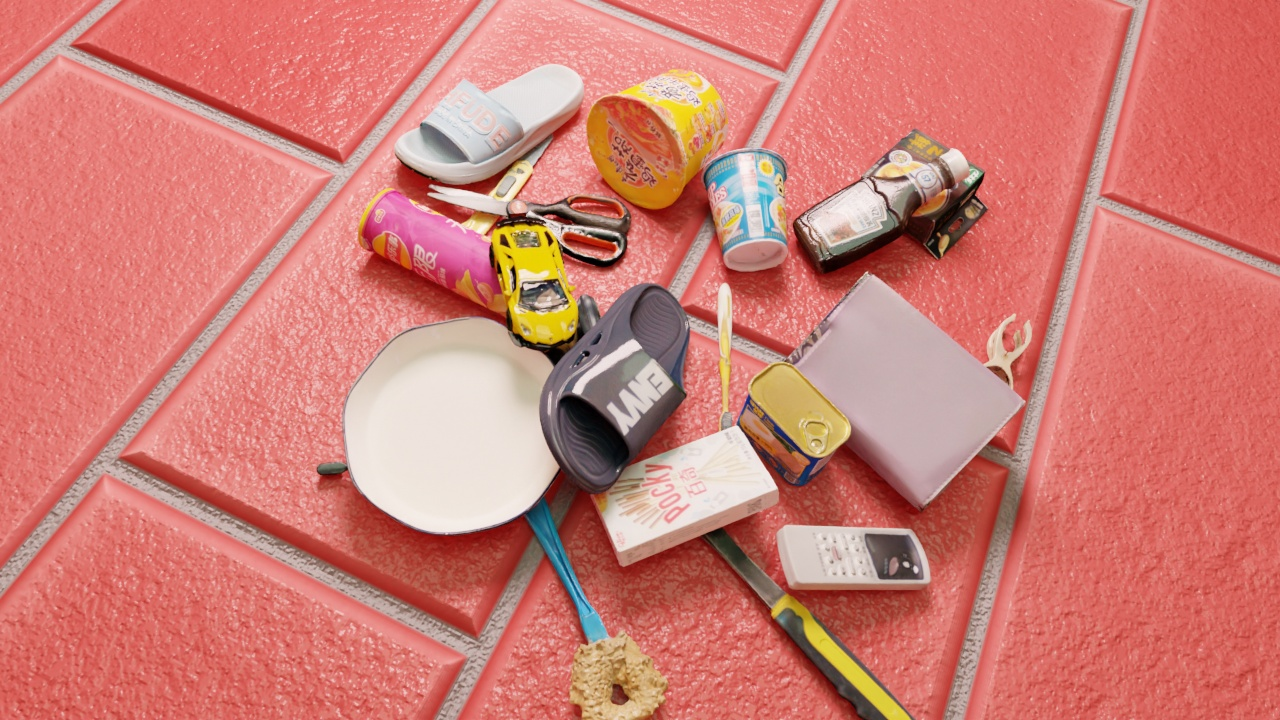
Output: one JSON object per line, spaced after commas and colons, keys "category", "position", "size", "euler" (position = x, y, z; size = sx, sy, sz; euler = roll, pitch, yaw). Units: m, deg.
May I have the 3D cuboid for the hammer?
{"category": "hammer", "position": [0.142, 0.232, 0.826], "size": [0.126, 0.032, 0.323], "euler": [-38, 71, -22]}

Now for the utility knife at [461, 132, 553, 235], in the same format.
{"category": "utility knife", "position": [-0.154, -0.197, 1.049], "size": [0.031, 0.022, 0.210], "euler": [28, 57, 5]}

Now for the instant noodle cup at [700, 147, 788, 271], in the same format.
{"category": "instant noodle cup", "position": [0.121, -0.162, 1.013], "size": [0.099, 0.099, 0.109], "euler": [-2, 68, -7]}

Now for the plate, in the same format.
{"category": "plate", "position": [-0.167, 0.062, 0.847], "size": [0.205, 0.046, 0.204], "euler": [2, 71, -6]}

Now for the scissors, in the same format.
{"category": "scissors", "position": [-0.124, -0.152, 1.010], "size": [0.234, 0.022, 0.141], "euler": [-7, 64, -15]}

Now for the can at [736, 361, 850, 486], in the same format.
{"category": "can", "position": [0.144, 0.064, 0.890], "size": [0.057, 0.083, 0.102], "euler": [-36, 70, -22]}

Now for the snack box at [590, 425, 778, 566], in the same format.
{"category": "snack box", "position": [0.038, 0.122, 0.843], "size": [0.156, 0.027, 0.084], "euler": [-20, 47, -11]}

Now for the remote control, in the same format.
{"category": "remote control", "position": [0.197, 0.181, 0.842], "size": [0.150, 0.021, 0.058], "euler": [5, 53, -21]}

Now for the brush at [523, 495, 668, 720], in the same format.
{"category": "brush", "position": [-0.055, 0.216, 0.815], "size": [0.083, 0.046, 0.254], "euler": [-23, 62, -13]}

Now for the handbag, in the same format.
{"category": "handbag", "position": [0.251, 0.033, 0.910], "size": [0.145, 0.098, 0.197], "euler": [-44, 73, -8]}

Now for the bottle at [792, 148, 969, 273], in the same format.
{"category": "bottle", "position": [0.270, -0.171, 1.019], "size": [0.195, 0.044, 0.080], "euler": [-29, 67, 4]}

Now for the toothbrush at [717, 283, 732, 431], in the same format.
{"category": "toothbrush", "position": [0.089, -0.003, 0.959], "size": [0.016, 0.018, 0.191], "euler": [6, 60, -5]}

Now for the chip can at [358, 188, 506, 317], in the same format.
{"category": "chip can", "position": [-0.186, -0.105, 0.958], "size": [0.210, 0.072, 0.071], "euler": [26, 61, 9]}

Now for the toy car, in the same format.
{"category": "toy car", "position": [-0.101, -0.076, 0.880], "size": [0.071, 0.041, 0.155], "euler": [-5, 53, -18]}

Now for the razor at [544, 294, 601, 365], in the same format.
{"category": "razor", "position": [-0.101, 0.000, 0.920], "size": [0.167, 0.062, 0.067], "euler": [-37, 47, -17]}

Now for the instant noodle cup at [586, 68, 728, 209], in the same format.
{"category": "instant noodle cup", "position": [0.026, -0.256, 1.035], "size": [0.138, 0.138, 0.109], "euler": [38, 56, 15]}

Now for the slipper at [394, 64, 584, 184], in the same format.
{"category": "slipper", "position": [-0.167, -0.283, 1.053], "size": [0.244, 0.074, 0.104], "euler": [-37, 63, -24]}

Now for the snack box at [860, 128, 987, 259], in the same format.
{"category": "snack box", "position": [0.336, -0.199, 1.081], "size": [0.125, 0.053, 0.113], "euler": [38, 64, 20]}

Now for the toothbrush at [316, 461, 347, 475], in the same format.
{"category": "toothbrush", "position": [-0.197, 0.094, 0.872], "size": [0.212, 0.027, 0.026], "euler": [-5, 77, -8]}

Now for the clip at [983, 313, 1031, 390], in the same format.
{"category": "clip", "position": [0.386, -0.002, 0.984], "size": [0.071, 0.035, 0.100], "euler": [26, 70, 8]}

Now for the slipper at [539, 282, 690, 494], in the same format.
{"category": "slipper", "position": [-0.005, 0.005, 0.864], "size": [0.110, 0.084, 0.267], "euler": [47, 43, -16]}
